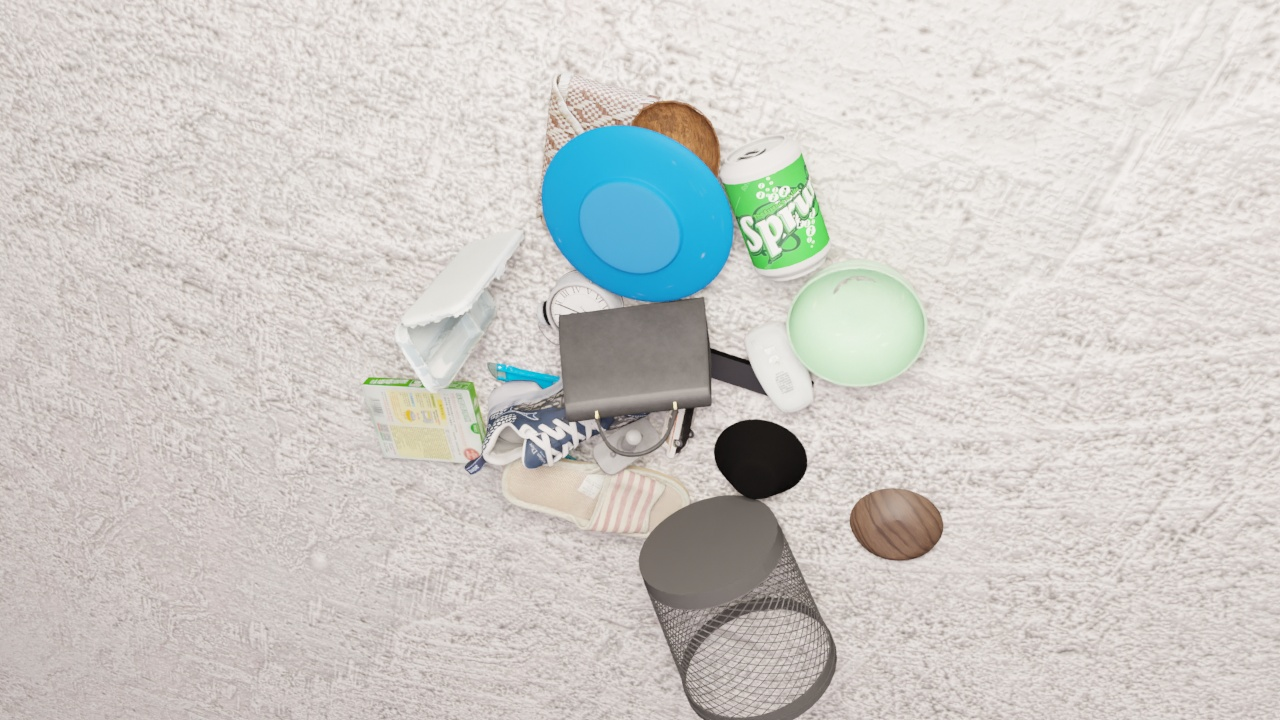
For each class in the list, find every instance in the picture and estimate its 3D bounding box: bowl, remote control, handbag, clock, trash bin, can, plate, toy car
[{"bbox_3d":[0.038,-0.224,0.976,0.102,0.026,0.114,9,126,15],"label":"bowl"},{"bbox_3d":[0.169,0.009,1.107,0.060,0.028,0.114,-26,101,18],"label":"remote control"},{"bbox_3d":[-0.050,-0.220,1.033,0.124,0.046,0.186,16,125,6],"label":"handbag"},{"bbox_3d":[0.152,0.142,1.195,0.124,0.052,0.124,8,123,12],"label":"bowl"},{"bbox_3d":[-0.079,-0.059,1.150,0.123,0.035,0.094,-32,107,30],"label":"clock"},{"bbox_3d":[0.124,0.327,1.220,0.218,0.217,0.227,-11,117,23],"label":"trash bin"},{"bbox_3d":[0.334,0.224,1.202,0.119,0.032,0.119,8,123,12],"label":"bowl"},{"bbox_3d":[-0.004,0.030,1.055,0.176,0.195,0.072,-7,137,5],"label":"handbag"},{"bbox_3d":[0.145,-0.163,0.982,0.088,0.087,0.140,-13,117,24],"label":"can"},{"bbox_3d":[-0.009,-0.151,1.016,0.224,0.024,0.225,12,133,14],"label":"plate"},{"bbox_3d":[0.243,-0.052,1.028,0.151,0.076,0.151,8,123,12],"label":"bowl"},{"bbox_3d":[0.139,0.020,1.145,0.150,0.013,0.034,18,121,6],"label":"remote control"},{"bbox_3d":[0.051,0.073,1.195,0.039,0.039,0.113,27,128,26],"label":"toy car"}]

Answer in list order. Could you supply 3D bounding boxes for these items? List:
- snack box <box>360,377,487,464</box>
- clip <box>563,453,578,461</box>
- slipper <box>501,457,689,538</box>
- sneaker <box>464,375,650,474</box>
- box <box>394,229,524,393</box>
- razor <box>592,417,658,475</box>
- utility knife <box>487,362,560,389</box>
[{"bbox_3d":[-0.307,0.087,1.320,0.168,0.027,0.132,3,123,16],"label":"snack box"},{"bbox_3d":[-0.086,0.178,1.311,0.122,0.033,0.120,15,128,8],"label":"clip"},{"bbox_3d":[-0.061,0.184,1.254,0.263,0.052,0.115,12,108,-5],"label":"slipper"},{"bbox_3d":[-0.105,0.086,1.173,0.270,0.132,0.103,-12,126,31],"label":"sneaker"},{"bbox_3d":[-0.198,-0.058,1.084,0.129,0.209,0.105,-15,118,26],"label":"box"},{"bbox_3d":[-0.014,0.104,1.169,0.088,0.116,0.047,-34,84,-11],"label":"razor"},{"bbox_3d":[-0.103,0.033,1.230,0.220,0.015,0.031,9,129,10],"label":"utility knife"}]
